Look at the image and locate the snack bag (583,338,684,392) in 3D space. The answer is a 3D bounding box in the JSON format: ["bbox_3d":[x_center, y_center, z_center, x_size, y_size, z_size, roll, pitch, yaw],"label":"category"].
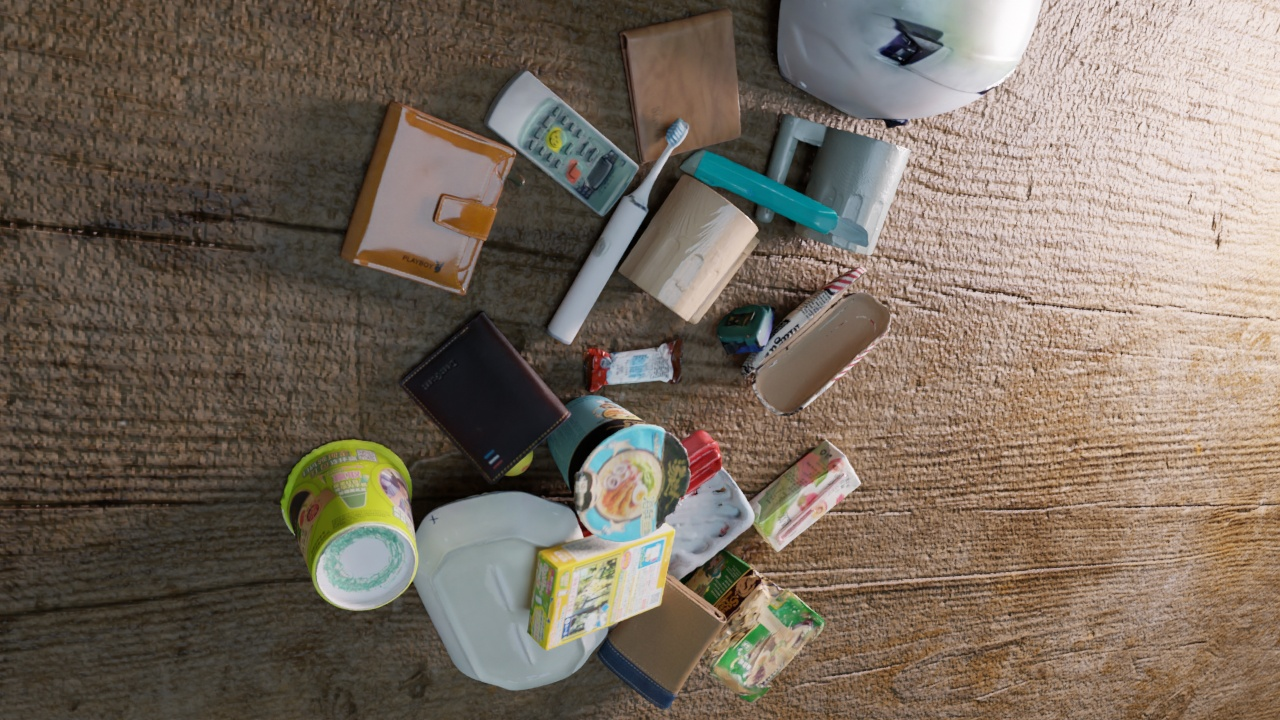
[{"bbox_3d":[-0.005,0.005,0.870,0.105,0.026,0.045,-5,103,-24],"label":"snack bag"}]

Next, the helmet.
[{"bbox_3d":[0.256,-0.317,0.795,0.258,0.146,0.229,6,107,-27],"label":"helmet"}]

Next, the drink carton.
[{"bbox_3d":[0.176,0.148,0.997,0.122,0.045,0.053,-38,121,-7],"label":"drink carton"}]

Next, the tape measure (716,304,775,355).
[{"bbox_3d":[0.100,-0.031,0.887,0.025,0.055,0.058,61,38,-32],"label":"tape measure"}]

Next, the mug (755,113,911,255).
[{"bbox_3d":[0.178,-0.165,0.866,0.124,0.083,0.103,15,105,-1],"label":"mug"}]

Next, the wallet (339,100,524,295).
[{"bbox_3d":[-0.166,-0.127,0.745,0.119,0.035,0.131,17,102,-23],"label":"wallet"}]

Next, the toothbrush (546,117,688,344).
[{"bbox_3d":[-0.018,-0.114,0.812,0.221,0.027,0.026,-59,151,8],"label":"toothbrush"}]

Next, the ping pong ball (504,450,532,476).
[{"bbox_3d":[-0.119,0.086,0.840,0.040,0.040,0.040,-9,113,-22],"label":"ping pong ball"}]

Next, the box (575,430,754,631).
[{"bbox_3d":[0.009,0.167,0.922,0.201,0.069,0.158,-35,128,-7],"label":"box"}]

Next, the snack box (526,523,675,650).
[{"bbox_3d":[-0.034,0.200,0.833,0.140,0.034,0.087,-11,119,-42],"label":"snack box"}]

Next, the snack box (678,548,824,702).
[{"bbox_3d":[0.105,0.270,0.978,0.118,0.105,0.117,-46,123,-1],"label":"snack box"}]

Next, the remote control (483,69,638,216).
[{"bbox_3d":[-0.065,-0.182,0.773,0.135,0.019,0.056,36,92,-31],"label":"remote control"}]

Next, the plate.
[{"bbox_3d":[-0.119,0.228,0.855,0.162,0.034,0.266,-12,127,-3],"label":"plate"}]

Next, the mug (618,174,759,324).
[{"bbox_3d":[0.050,-0.094,0.835,0.103,0.084,0.124,-54,147,4],"label":"mug"}]

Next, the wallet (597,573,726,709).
[{"bbox_3d":[0.020,0.275,0.909,0.115,0.090,0.033,-59,164,14],"label":"wallet"}]

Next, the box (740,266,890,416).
[{"bbox_3d":[0.174,-0.023,0.912,0.162,0.075,0.086,-40,151,-4],"label":"box"}]

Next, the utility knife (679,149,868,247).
[{"bbox_3d":[0.124,-0.146,0.832,0.185,0.013,0.029,25,97,0],"label":"utility knife"}]

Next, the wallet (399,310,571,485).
[{"bbox_3d":[-0.135,0.033,0.804,0.096,0.020,0.122,-41,98,-6],"label":"wallet"}]

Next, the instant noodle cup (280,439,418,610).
[{"bbox_3d":[-0.235,0.140,0.760,0.111,0.123,0.112,-9,113,-21],"label":"instant noodle cup"}]

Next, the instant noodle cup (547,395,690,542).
[{"bbox_3d":[-0.031,0.087,0.836,0.111,0.120,0.111,-10,114,-23],"label":"instant noodle cup"}]

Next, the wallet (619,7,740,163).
[{"bbox_3d":[0.038,-0.238,0.801,0.101,0.020,0.115,-19,119,-16],"label":"wallet"}]
